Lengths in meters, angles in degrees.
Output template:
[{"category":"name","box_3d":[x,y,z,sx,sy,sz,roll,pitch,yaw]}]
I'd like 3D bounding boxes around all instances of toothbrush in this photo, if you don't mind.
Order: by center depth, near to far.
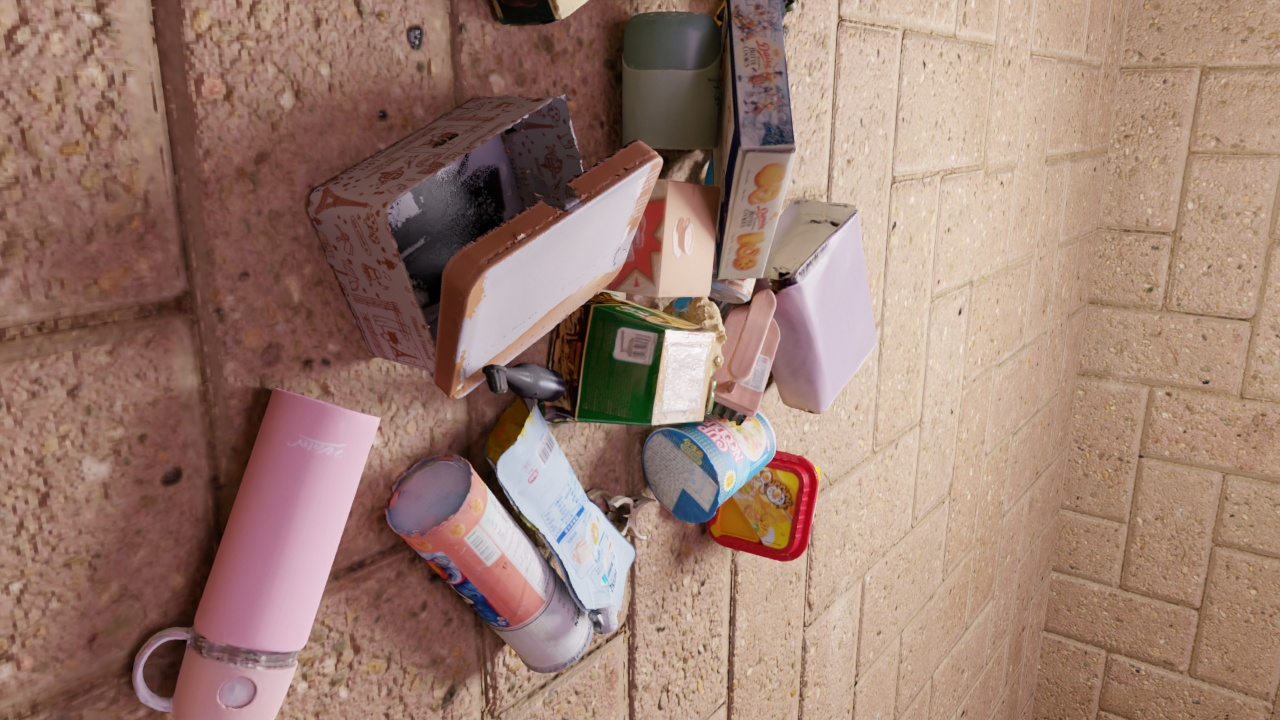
[{"category":"toothbrush","box_3d":[-0.080,0.015,0.641,0.212,0.026,0.027,41,38,-85]}]

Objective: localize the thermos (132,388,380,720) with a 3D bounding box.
[{"category":"thermos","box_3d":[-0.227,0.116,0.544,0.087,0.067,0.198,21,83,-22]}]

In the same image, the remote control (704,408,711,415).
[{"category":"remote control","box_3d":[0.066,0.102,0.969,0.056,0.019,0.135,30,76,-53]}]

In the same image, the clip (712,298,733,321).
[{"category":"clip","box_3d":[0.081,-0.056,0.951,0.024,0.028,0.056,24,90,-51]}]

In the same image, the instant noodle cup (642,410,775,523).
[{"category":"instant noodle cup","box_3d":[0.073,0.093,0.902,0.109,0.099,0.099,-25,120,-41]}]

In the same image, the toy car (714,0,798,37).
[{"category":"toy car","box_3d":[0.112,-0.341,0.888,0.155,0.041,0.071,-61,141,-20]}]

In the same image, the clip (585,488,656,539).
[{"category":"clip","box_3d":[-0.022,0.154,0.858,0.103,0.034,0.076,44,62,-59]}]

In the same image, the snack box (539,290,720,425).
[{"category":"snack box","box_3d":[-0.005,0.005,0.772,0.117,0.106,0.118,0,99,-53]}]

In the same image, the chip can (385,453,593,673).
[{"category":"chip can","box_3d":[-0.109,0.161,0.704,0.071,0.071,0.215,-56,139,-28]}]

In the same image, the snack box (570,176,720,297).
[{"category":"snack box","box_3d":[0.003,-0.103,0.762,0.076,0.094,0.093,-7,105,-52]}]

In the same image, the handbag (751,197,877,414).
[{"category":"handbag","box_3d":[0.188,-0.059,1.024,0.144,0.099,0.197,-53,139,-33]}]

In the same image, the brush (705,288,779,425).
[{"category":"brush","box_3d":[0.102,-0.008,0.898,0.073,0.063,0.145,110,5,-46]}]

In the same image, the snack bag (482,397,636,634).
[{"category":"snack bag","box_3d":[-0.059,0.126,0.737,0.191,0.039,0.110,61,13,-23]}]

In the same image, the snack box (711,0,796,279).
[{"category":"snack box","box_3d":[0.090,-0.190,0.778,0.178,0.046,0.182,92,-3,-63]}]

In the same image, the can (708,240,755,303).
[{"category":"can","box_3d":[0.095,-0.119,0.914,0.058,0.059,0.116,26,79,-53]}]

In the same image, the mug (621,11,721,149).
[{"category":"mug","box_3d":[0.028,-0.235,0.779,0.111,0.082,0.106,-54,145,-72]}]

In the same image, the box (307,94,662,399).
[{"category":"box","box_3d":[-0.083,-0.073,0.599,0.181,0.158,0.149,-45,132,-37]}]

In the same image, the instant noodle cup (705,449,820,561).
[{"category":"instant noodle cup","box_3d":[0.147,0.153,1.028,0.123,0.116,0.116,2,98,-65]}]

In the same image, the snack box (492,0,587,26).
[{"category":"snack box","box_3d":[-0.082,-0.357,0.600,0.114,0.063,0.240,-51,135,-34]}]

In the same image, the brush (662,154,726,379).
[{"category":"brush","box_3d":[0.057,-0.093,0.869,0.045,0.083,0.254,27,70,-47]}]
